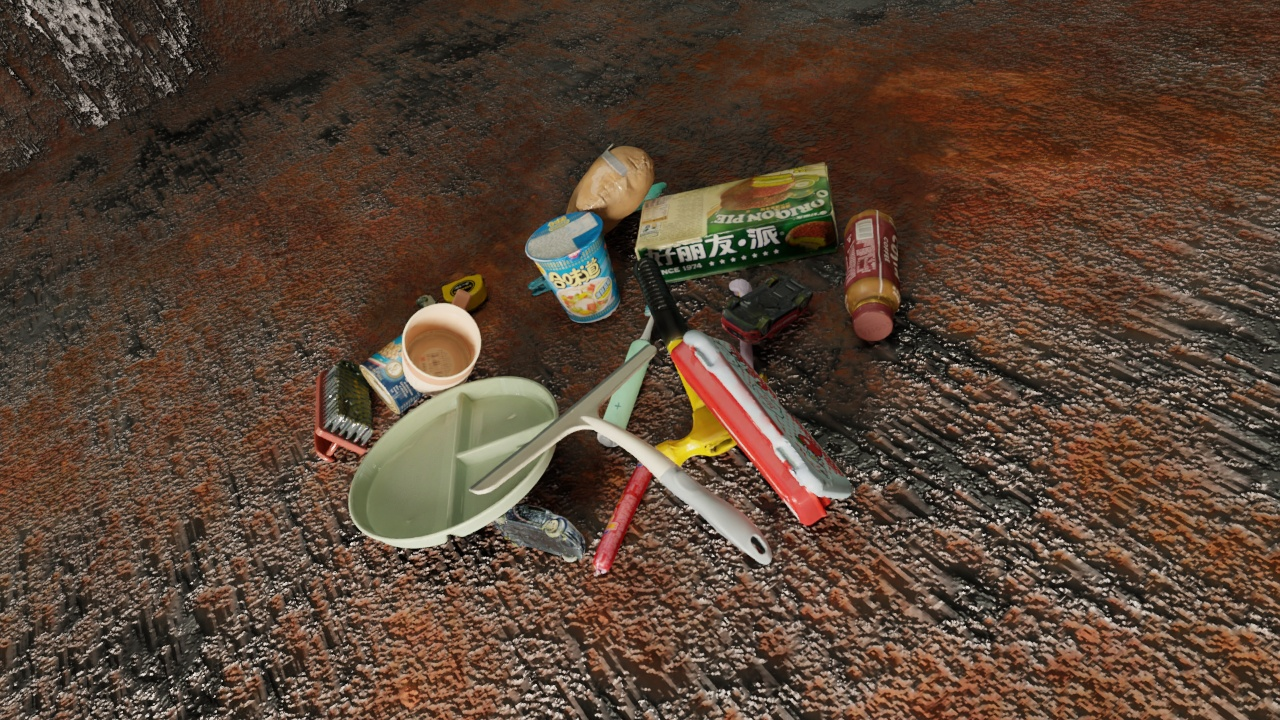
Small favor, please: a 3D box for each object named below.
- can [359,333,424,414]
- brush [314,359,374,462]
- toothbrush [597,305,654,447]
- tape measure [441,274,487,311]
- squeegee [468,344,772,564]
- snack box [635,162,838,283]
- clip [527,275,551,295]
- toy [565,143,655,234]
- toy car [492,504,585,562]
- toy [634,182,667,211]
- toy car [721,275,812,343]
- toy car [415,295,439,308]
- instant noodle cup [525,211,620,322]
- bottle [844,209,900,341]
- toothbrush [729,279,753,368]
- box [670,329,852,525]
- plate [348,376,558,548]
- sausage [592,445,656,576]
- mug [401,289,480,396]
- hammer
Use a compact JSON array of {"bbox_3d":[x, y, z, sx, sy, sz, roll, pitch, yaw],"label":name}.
[{"bbox_3d":[-0.271,0.004,1.102,0.111,0.075,0.075,-40,42,-21],"label":"can"},{"bbox_3d":[-0.362,0.057,1.098,0.069,0.063,0.145,-48,35,14],"label":"brush"},{"bbox_3d":[-0.006,0.006,1.014,0.027,0.026,0.223,-5,41,24],"label":"toothbrush"},{"bbox_3d":[-0.233,-0.087,1.228,0.060,0.029,0.057,-23,37,-2],"label":"tape measure"},{"bbox_3d":[0.018,0.100,0.822,0.246,0.039,0.245,34,55,25],"label":"squeegee"},{"bbox_3d":[0.118,-0.168,1.133,0.240,0.063,0.114,-10,40,14],"label":"snack box"},{"bbox_3d":[-0.120,-0.103,1.201,0.056,0.041,0.014,-23,36,4],"label":"clip"},{"bbox_3d":[-0.058,-0.208,1.217,0.143,0.082,0.226,-38,4,-26],"label":"toy"},{"bbox_3d":[-0.094,0.157,0.859,0.106,0.049,0.031,9,53,32],"label":"toy car"},{"bbox_3d":[-0.018,-0.232,1.302,0.096,0.030,0.092,-36,35,-7],"label":"toy"},{"bbox_3d":[0.135,-0.051,0.980,0.053,0.045,0.120,36,43,29],"label":"toy car"},{"bbox_3d":[-0.266,-0.053,1.195,0.035,0.042,0.090,-22,38,-16],"label":"toy car"},{"bbox_3d":[-0.074,-0.107,1.112,0.099,0.110,0.099,-14,38,11],"label":"instant noodle cup"},{"bbox_3d":[0.248,-0.092,0.986,0.057,0.057,0.174,-6,41,19],"label":"bottle"},{"bbox_3d":[0.113,-0.026,1.002,0.029,0.021,0.188,13,42,-8],"label":"toothbrush"},{"bbox_3d":[0.108,0.048,0.817,0.068,0.090,0.201,-37,58,0],"label":"box"},{"bbox_3d":[-0.184,0.099,0.921,0.230,0.027,0.229,-17,33,12],"label":"plate"},{"bbox_3d":[-0.013,0.139,0.867,0.020,0.020,0.155,2,44,27],"label":"sausage"},{"bbox_3d":[-0.219,-0.022,1.024,0.081,0.106,0.114,21,71,-9],"label":"mug"},{"bbox_3d":[0.043,-0.015,0.982,0.129,0.033,0.300,-25,44,4],"label":"hammer"}]
